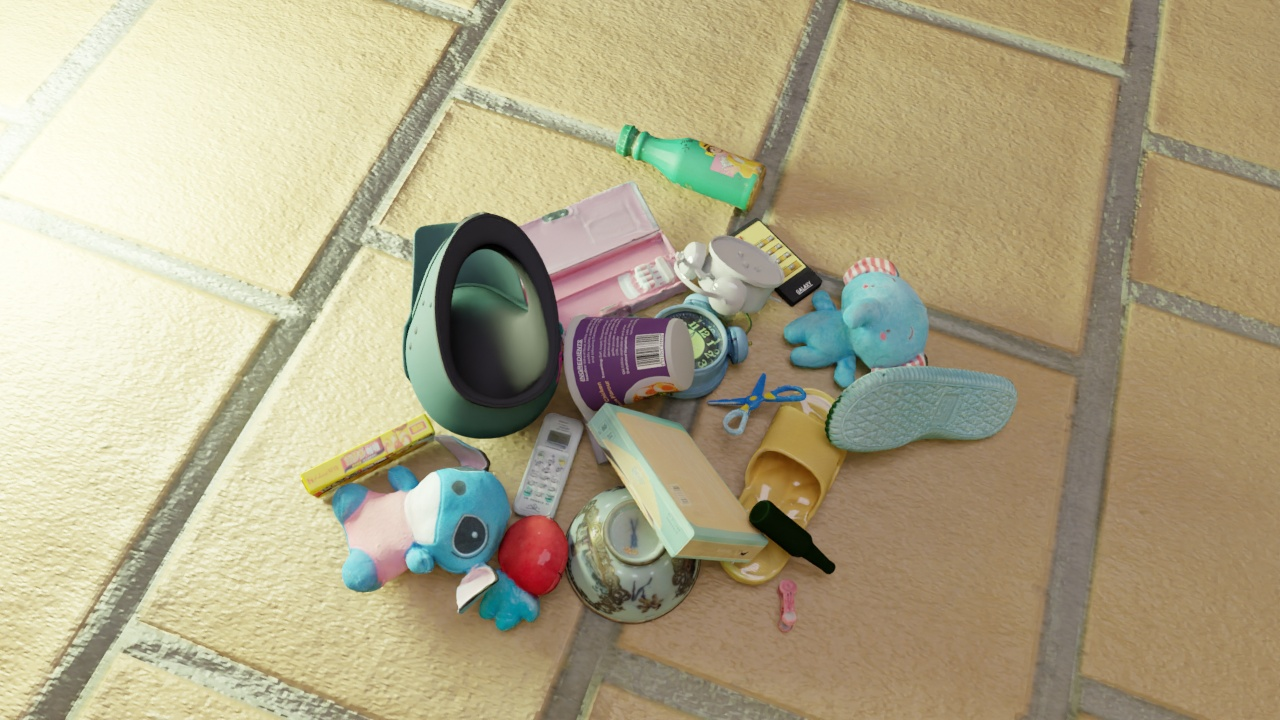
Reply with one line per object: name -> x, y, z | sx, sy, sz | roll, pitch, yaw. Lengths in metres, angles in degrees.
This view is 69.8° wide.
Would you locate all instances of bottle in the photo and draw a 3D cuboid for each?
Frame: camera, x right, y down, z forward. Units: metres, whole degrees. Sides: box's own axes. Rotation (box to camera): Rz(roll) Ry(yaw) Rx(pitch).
bottle -> 0.068, -0.276, 1.284 | 0.210, 0.068, 0.068 | 22, 64, 7
bottle -> 0.172, 0.200, 1.016 | 0.123, 0.033, 0.033 | 40, 62, -22

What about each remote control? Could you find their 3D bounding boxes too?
remote control -> -0.108, 0.128, 1.093 | 0.050, 0.022, 0.133 | 15, 63, 5
remote control -> 0.182, -0.135, 1.250 | 0.058, 0.013, 0.133 | -36, 70, -19

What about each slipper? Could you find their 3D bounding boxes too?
slipper -> 0.174, 0.139, 1.075 | 0.099, 0.078, 0.262 | 28, 67, 10
slipper -> 0.335, 0.050, 1.107 | 0.275, 0.116, 0.069 | 1, 30, -24

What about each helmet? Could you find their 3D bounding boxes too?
helmet -> -0.189, -0.045, 1.072 | 0.176, 0.201, 0.274 | -4, 84, -22

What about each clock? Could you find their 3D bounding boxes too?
clock -> 0.113, -0.110, 1.168 | 0.159, 0.061, 0.120 | -5, 44, -42
clock -> 0.069, -0.023, 1.161 | 0.161, 0.060, 0.118 | -36, 69, -24

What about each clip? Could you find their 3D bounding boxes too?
clip -> 0.165, 0.274, 1.029 | 0.023, 0.045, 0.059 | 10, 76, -3

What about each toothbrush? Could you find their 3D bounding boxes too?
toothbrush -> -0.072, 0.038, 1.125 | 0.018, 0.019, 0.188 | -19, 75, -1

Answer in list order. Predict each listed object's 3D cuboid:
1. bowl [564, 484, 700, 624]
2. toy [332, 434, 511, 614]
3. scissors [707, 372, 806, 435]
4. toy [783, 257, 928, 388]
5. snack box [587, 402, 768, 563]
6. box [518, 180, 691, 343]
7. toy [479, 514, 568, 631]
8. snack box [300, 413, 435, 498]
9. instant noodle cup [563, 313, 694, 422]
bowl -> -0.007, 0.204, 1.020 | 0.160, 0.094, 0.159 | 1, 63, -2
toy -> -0.237, 0.190, 1.011 | 0.191, 0.099, 0.223 | -14, 53, -4
scissors -> 0.141, 0.052, 1.127 | 0.126, 0.013, 0.126 | -3, 29, 26
toy -> 0.274, -0.046, 1.163 | 0.180, 0.115, 0.183 | -12, 71, 2
snack box -> 0.041, 0.135, 1.013 | 0.044, 0.141, 0.193 | -50, 52, 17
box -> -0.071, -0.126, 1.215 | 0.232, 0.040, 0.179 | -23, 71, -14
toy -> -0.128, 0.235, 1.017 | 0.092, 0.062, 0.132 | 23, 80, 43
snack box -> -0.311, 0.111, 1.058 | 0.152, 0.075, 0.025 | -27, 84, -16
instant noodle cup -> -0.006, 0.006, 1.068 | 0.122, 0.121, 0.137 | -6, 94, 22
